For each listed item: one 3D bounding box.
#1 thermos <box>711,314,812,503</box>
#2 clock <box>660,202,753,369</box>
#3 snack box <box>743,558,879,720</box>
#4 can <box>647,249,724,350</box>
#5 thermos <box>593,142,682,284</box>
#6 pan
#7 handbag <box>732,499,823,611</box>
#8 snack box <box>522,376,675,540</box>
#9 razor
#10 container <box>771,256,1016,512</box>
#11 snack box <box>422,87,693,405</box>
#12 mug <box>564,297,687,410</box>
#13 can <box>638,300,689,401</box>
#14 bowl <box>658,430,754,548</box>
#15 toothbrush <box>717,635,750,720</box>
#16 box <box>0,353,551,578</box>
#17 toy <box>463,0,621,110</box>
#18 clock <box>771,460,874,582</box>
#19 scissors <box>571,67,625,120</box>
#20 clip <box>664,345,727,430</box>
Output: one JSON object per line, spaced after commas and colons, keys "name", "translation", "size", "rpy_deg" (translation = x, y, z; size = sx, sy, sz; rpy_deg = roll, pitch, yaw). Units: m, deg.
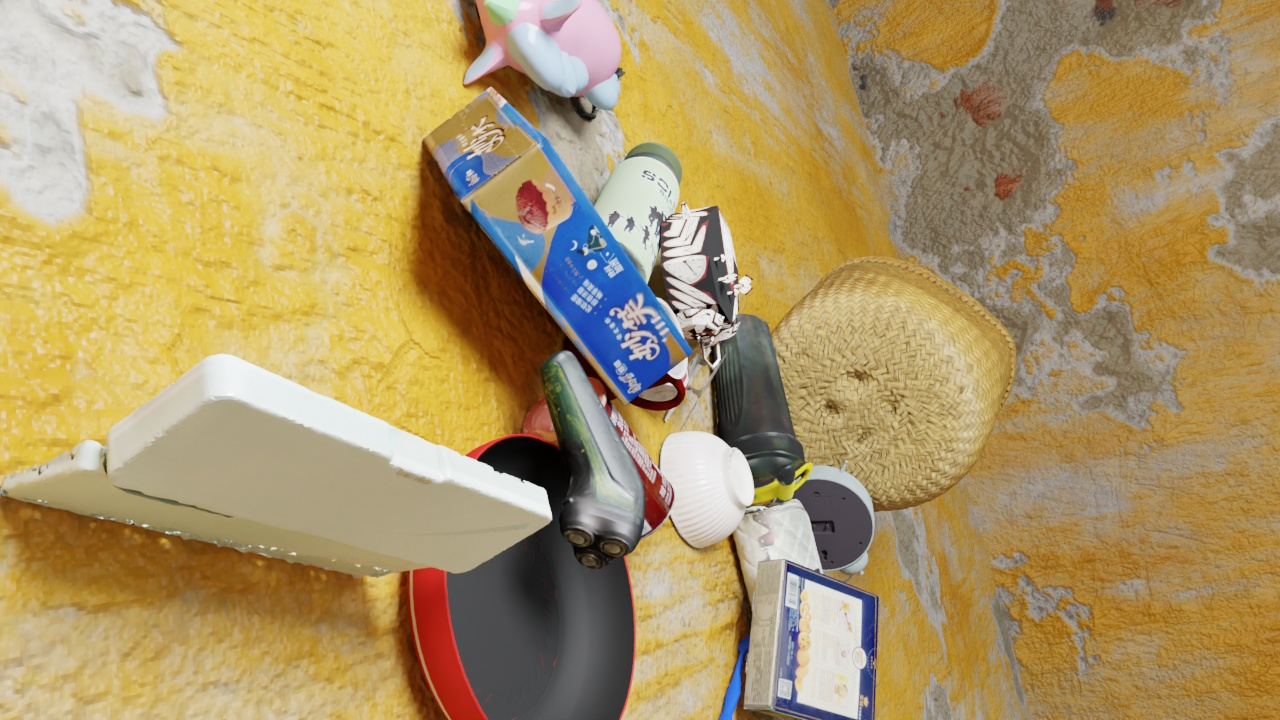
{"name": "thermos", "translation": [0.128, 0.054, 1.035], "size": [0.098, 0.098, 0.220], "rpy_deg": [44, 33, -46]}
{"name": "clock", "translation": [0.068, -0.069, 0.874], "size": [0.114, 0.065, 0.154], "rpy_deg": [3, 80, -71]}
{"name": "snack box", "translation": [0.173, 0.286, 0.911], "size": [0.145, 0.043, 0.144], "rpy_deg": [27, 59, -30]}
{"name": "can", "translation": [0.047, -0.065, 0.988], "size": [0.092, 0.057, 0.116], "rpy_deg": [-7, 81, -66]}
{"name": "thermos", "translation": [-0.009, -0.139, 0.901], "size": [0.082, 0.082, 0.230], "rpy_deg": [59, 27, -27]}
{"name": "pan", "translation": [-0.069, 0.212, 0.548], "size": [0.209, 0.067, 0.355], "rpy_deg": [46, 35, -44]}
{"name": "handbag", "translation": [0.164, 0.249, 1.001], "size": [0.138, 0.073, 0.194], "rpy_deg": [-2, 75, -62]}
{"name": "snack box", "translation": [-0.030, 0.079, 0.714], "size": [0.121, 0.072, 0.072], "rpy_deg": [56, 29, -32]}
{"name": "razor", "translation": [-0.040, 0.063, 0.617], "size": [0.067, 0.054, 0.151], "rpy_deg": [0, 64, -48]}
{"name": "container", "translation": [0.296, 0.039, 1.156], "size": [0.196, 0.308, 0.307], "rpy_deg": [-32, 103, -56]}
{"name": "snack box", "translation": [-0.062, -0.085, 0.680], "size": [0.203, 0.069, 0.155], "rpy_deg": [54, 0, -35]}
{"name": "mug", "translation": [-0.005, 0.005, 0.801], "size": [0.106, 0.083, 0.073], "rpy_deg": [58, 28, -28]}
{"name": "can", "translation": [0.020, -0.006, 0.893], "size": [0.054, 0.054, 0.096], "rpy_deg": [43, 37, -46]}
{"name": "bowl", "translation": [0.073, 0.122, 0.910], "size": [0.118, 0.062, 0.118], "rpy_deg": [43, 38, -47]}
{"name": "toothbrush", "translation": [0.086, 0.322, 0.860], "size": [0.182, 0.016, 0.018], "rpy_deg": [-54, 128, -60]}
{"name": "box", "translation": [-0.145, 0.065, 0.405], "size": [0.197, 0.135, 0.040], "rpy_deg": [37, 32, -51]}
{"name": "toy", "translation": [-0.075, -0.287, 0.830], "size": [0.222, 0.120, 0.171], "rpy_deg": [37, 32, -50]}
{"name": "clock", "translation": [0.218, 0.199, 1.095], "size": [0.045, 0.123, 0.159], "rpy_deg": [-53, 135, -65]}
{"name": "scissors", "translation": [-0.043, -0.298, 1.008], "size": [0.170, 0.013, 0.121], "rpy_deg": [10, 68, -64]}
{"name": "clip", "translation": [0.066, 0.021, 0.921], "size": [0.050, 0.059, 0.101], "rpy_deg": [32, 64, 0]}
